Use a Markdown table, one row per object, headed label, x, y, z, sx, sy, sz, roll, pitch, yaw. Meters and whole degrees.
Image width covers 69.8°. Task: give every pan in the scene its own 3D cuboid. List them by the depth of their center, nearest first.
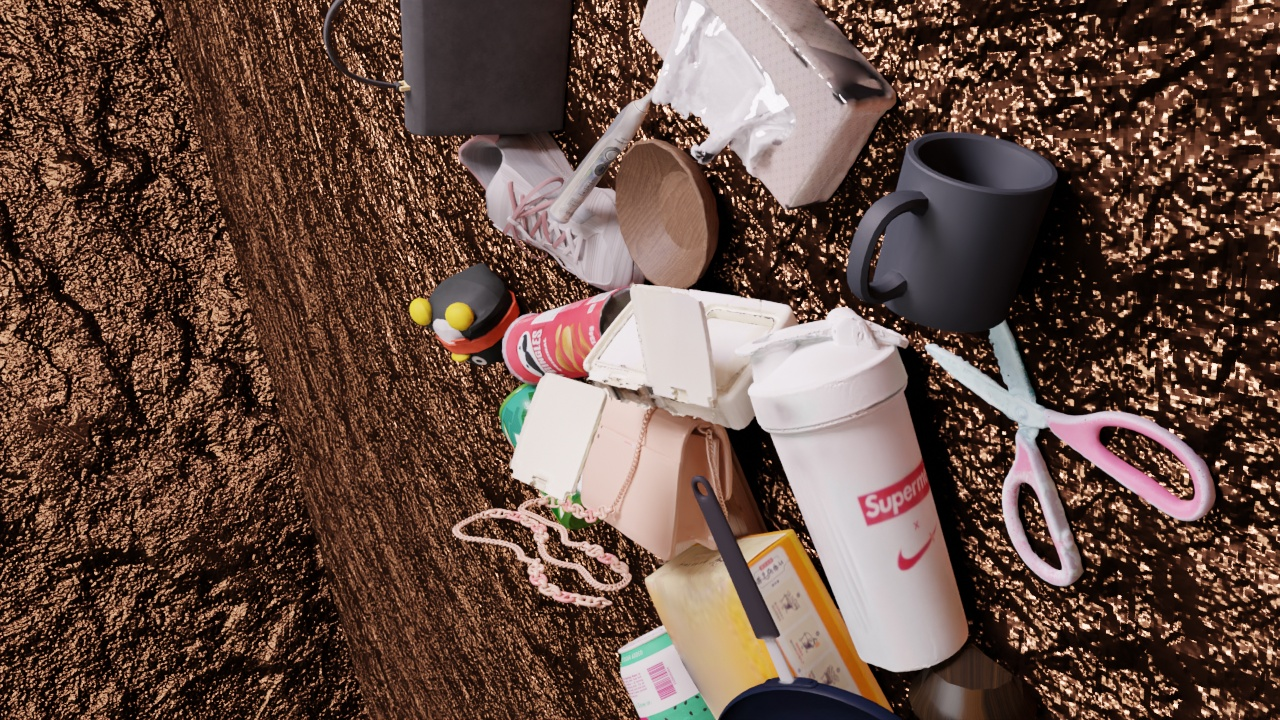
| label | x | y | z | sx | sy | sz | roll | pitch | yaw |
| --- | --- | --- | --- | --- | --- | --- | --- | --- | --- |
| pan | 0.109 | 0.232 | 0.618 | 0.199 | 0.021 | 0.356 | -15 | 104 | 39 |

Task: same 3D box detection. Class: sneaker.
| label | x | y | z | sx | sy | sz | roll | pitch | yaw |
| --- | --- | --- | --- | --- | --- | --- | --- | --- | --- |
| sneaker | -0.088 | -0.131 | 0.814 | 0.236 | 0.089 | 0.099 | 48 | 143 | 33 |

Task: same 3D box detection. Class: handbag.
| label | x | y | z | sx | sy | sz | roll | pitch | yaw |
| --- | --- | --- | --- | --- | --- | --- | --- | --- | --- |
| handbag | -0.033 | 0.089 | 0.714 | 0.199 | 0.186 | 0.117 | 20 | 112 | 58 |
| handbag | -0.158 | -0.268 | 0.743 | 0.072 | 0.195 | 0.176 | 46 | 142 | 36 |

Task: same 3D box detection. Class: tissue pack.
| label | x | y | z | sx | sy | sz | roll | pitch | yaw |
| --- | --- | --- | --- | --- | --- | --- | --- | --- | --- |
| tissue pack | 0.063 | -0.181 | 0.569 | 0.181 | 0.071 | 0.104 | 55 | 146 | 19 |

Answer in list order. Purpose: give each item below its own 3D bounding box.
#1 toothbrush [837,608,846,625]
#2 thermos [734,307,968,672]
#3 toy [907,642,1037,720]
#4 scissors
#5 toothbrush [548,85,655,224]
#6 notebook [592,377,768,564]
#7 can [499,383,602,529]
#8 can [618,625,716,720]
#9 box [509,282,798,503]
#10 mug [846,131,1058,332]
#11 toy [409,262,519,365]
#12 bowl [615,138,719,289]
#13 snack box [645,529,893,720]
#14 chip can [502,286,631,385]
| label | x | y | z | sx | sy | sz | roll | pitch | yaw |
| --- | --- | --- | --- | --- | --- | --- | --- | --- | --- |
| toothbrush | 0.154 | 0.190 | 0.687 | 0.187 | 0.012 | 0.017 | -11 | 84 | 60 |
| thermos | 0.141 | 0.078 | 0.576 | 0.099 | 0.099 | 0.220 | -5 | 108 | 59 |
| toy | 0.209 | 0.228 | 0.580 | 0.076 | 0.062 | 0.100 | 0 | 121 | 19 |
| scissors | 0.215 | 0.051 | 0.504 | 0.172 | 0.014 | 0.159 | 41 | 139 | 40 |
| toothbrush | -0.015 | -0.172 | 0.699 | 0.186 | 0.022 | 0.024 | -44 | 43 | 37 |
| notebook | 0.032 | 0.097 | 0.822 | 0.170 | 0.022 | 0.210 | -30 | 81 | 58 |
| can | -0.079 | 0.093 | 0.936 | 0.144 | 0.082 | 0.083 | 53 | 146 | 27 |
| can | 0.047 | 0.335 | 0.867 | 0.166 | 0.088 | 0.088 | 63 | 149 | 12 |
| box | -0.004 | 0.003 | 0.614 | 0.144 | 0.193 | 0.101 | 10 | 143 | 41 |
| mug | 0.147 | -0.062 | 0.458 | 0.071 | 0.105 | 0.078 | 47 | 143 | 43 |
| toy | -0.178 | -0.041 | 1.014 | 0.098 | 0.099 | 0.119 | 8 | 139 | 36 |
| bowl | 0.025 | -0.112 | 0.700 | 0.118 | 0.030 | 0.118 | 36 | 136 | 44 |
| snack box | 0.097 | 0.240 | 0.716 | 0.195 | 0.080 | 0.145 | 61 | 149 | 0 |
| chip can | -0.053 | -0.019 | 0.826 | 0.233 | 0.073 | 0.073 | -8 | 100 | 63 |
